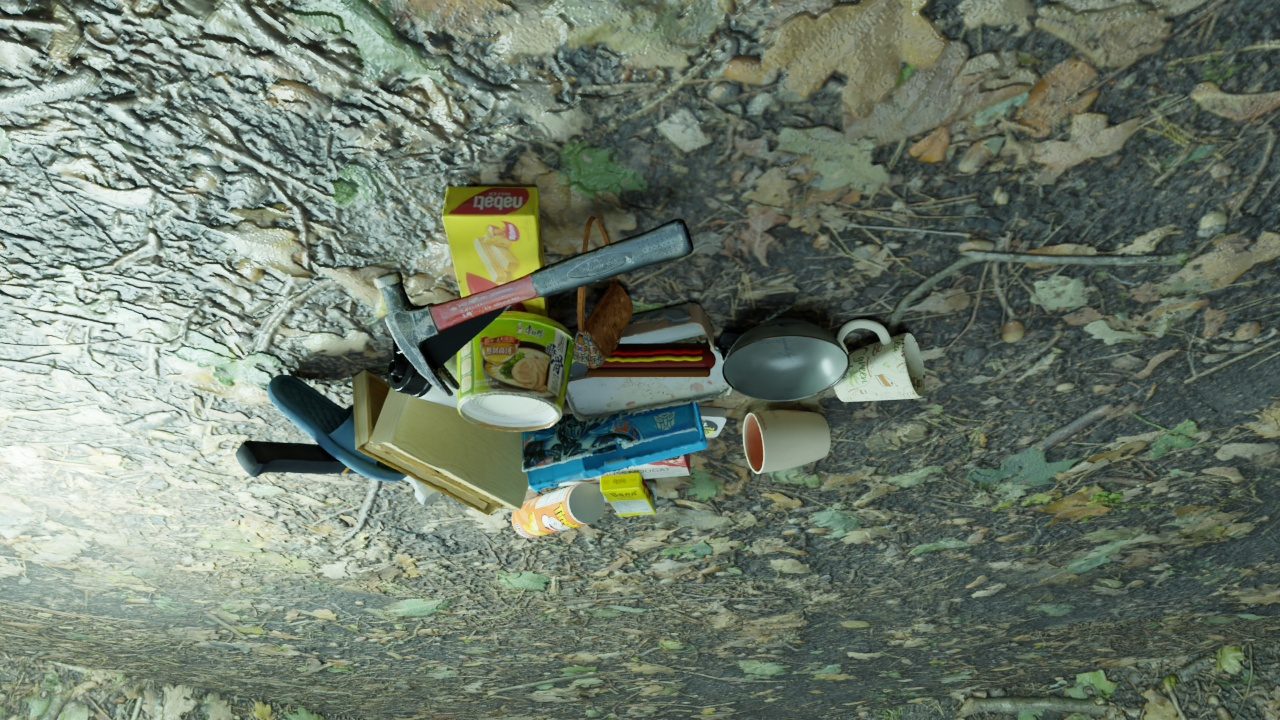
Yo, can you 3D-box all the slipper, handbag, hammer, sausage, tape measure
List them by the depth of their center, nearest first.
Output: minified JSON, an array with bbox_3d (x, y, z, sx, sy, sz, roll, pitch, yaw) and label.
[{"bbox_3d":[-0.102,-0.067,0.929,0.327,0.036,0.140,-17,104,13],"label":"hammer"},{"bbox_3d":[-0.040,-0.077,0.992,0.043,0.093,0.196,19,142,16],"label":"handbag"},{"bbox_3d":[0.011,0.000,1.077,0.155,0.040,0.040,0,147,5],"label":"sausage"},{"bbox_3d":[-0.387,0.081,1.203,0.213,0.103,0.059,37,103,-9],"label":"slipper"},{"bbox_3d":[-0.395,0.135,1.206,0.035,0.139,0.312,-49,159,11],"label":"hammer"},{"bbox_3d":[0.085,0.087,1.302,0.064,0.016,0.065,4,147,-6],"label":"tape measure"}]

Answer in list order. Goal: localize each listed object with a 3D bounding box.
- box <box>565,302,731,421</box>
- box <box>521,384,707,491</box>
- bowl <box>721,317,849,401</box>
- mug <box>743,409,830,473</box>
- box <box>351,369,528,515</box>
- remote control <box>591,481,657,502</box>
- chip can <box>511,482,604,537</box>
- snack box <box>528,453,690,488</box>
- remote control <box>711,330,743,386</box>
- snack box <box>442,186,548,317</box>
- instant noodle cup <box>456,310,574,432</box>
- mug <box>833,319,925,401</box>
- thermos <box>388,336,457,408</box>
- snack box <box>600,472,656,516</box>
[{"bbox_3d":[-0.007,0.007,1.145,0.217,0.063,0.157,-12,125,17],"label":"box"},{"bbox_3d":[-0.041,0.097,1.217,0.243,0.090,0.066,-15,154,8],"label":"box"},{"bbox_3d":[0.174,-0.011,1.115,0.151,0.056,0.151,0,147,0],"label":"bowl"},{"bbox_3d":[0.202,0.111,1.292,0.104,0.085,0.111,-6,176,-12],"label":"mug"},{"bbox_3d":[-0.259,0.107,1.231,0.149,0.140,0.248,-13,145,32],"label":"box"},{"bbox_3d":[-0.040,0.211,1.486,0.133,0.022,0.050,-2,148,3],"label":"remote control"},{"bbox_3d":[-0.134,0.239,1.450,0.062,0.062,0.211,18,156,-26],"label":"chip can"},{"bbox_3d":[-0.064,0.155,1.380,0.273,0.044,0.077,-5,148,8],"label":"snack box"},{"bbox_3d":[0.107,-0.002,1.170,0.039,0.010,0.125,3,147,-5],"label":"remote control"},{"bbox_3d":[-0.150,-0.104,0.984,0.092,0.042,0.201,1,147,-1],"label":"snack box"},{"bbox_3d":[-0.144,0.017,1.044,0.146,0.097,0.146,1,154,0],"label":"instant noodle cup"},{"bbox_3d":[0.284,-0.001,1.132,0.097,0.080,0.122,-13,125,31],"label":"mug"},{"bbox_3d":[-0.204,0.015,1.144,0.229,0.101,0.069,18,161,-40],"label":"thermos"},{"bbox_3d":[-0.017,0.209,1.416,0.061,0.025,0.149,-6,155,9],"label":"snack box"}]
